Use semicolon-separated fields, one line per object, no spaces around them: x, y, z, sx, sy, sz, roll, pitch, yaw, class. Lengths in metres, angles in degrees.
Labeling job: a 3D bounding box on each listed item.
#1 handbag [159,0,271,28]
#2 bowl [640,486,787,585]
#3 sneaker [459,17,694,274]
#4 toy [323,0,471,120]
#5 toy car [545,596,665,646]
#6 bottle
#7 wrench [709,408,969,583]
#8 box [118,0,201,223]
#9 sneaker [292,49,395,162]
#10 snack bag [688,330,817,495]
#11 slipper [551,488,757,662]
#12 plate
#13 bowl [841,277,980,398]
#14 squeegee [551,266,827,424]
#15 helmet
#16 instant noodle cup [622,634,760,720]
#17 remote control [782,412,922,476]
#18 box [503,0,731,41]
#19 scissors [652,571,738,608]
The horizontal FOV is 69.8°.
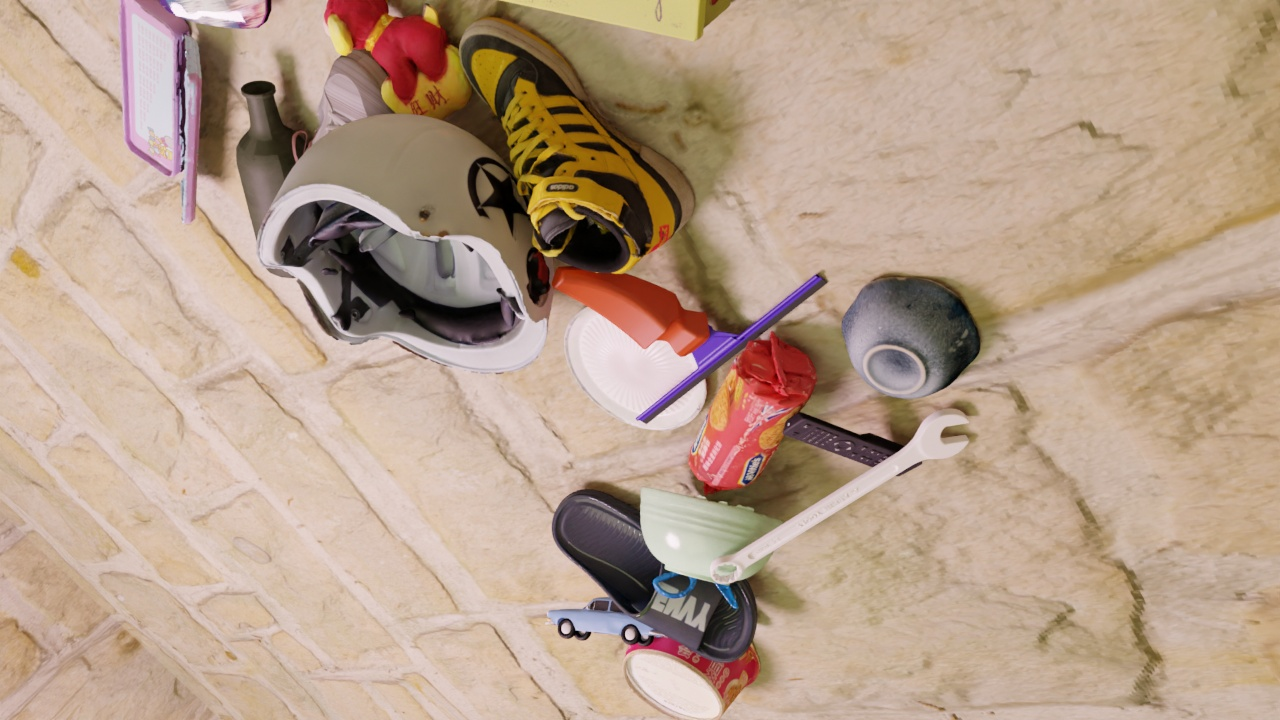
-0.349;-0.363;0.790;0.170;0.067;0.145;-1;126;26;handbag
0.065;0.179;0.920;0.151;0.077;0.151;14;170;2;bowl
-0.073;-0.163;0.733;0.238;0.121;0.086;40;136;-5;sneaker
-0.203;-0.263;0.777;0.137;0.067;0.106;41;129;-16;toy
-0.039;0.314;1.111;0.154;0.054;0.056;-2;161;23;toy car
-0.372;-0.184;0.944;0.071;0.071;0.207;21;135;16;bottle
0.173;0.127;0.818;0.274;0.009;0.047;-37;120;19;wrench
-0.499;-0.262;0.973;0.149;0.050;0.215;52;140;16;box
-0.290;-0.179;0.881;0.099;0.089;0.237;30;137;7;sneaker
0.102;0.052;0.841;0.082;0.082;0.177;30;137;7;snack bag
0.012;0.235;1.022;0.268;0.110;0.083;32;180;13;slipper
-0.005;0.005;0.912;0.157;0.014;0.157;17;133;19;plate
0.209;-0.008;0.733;0.110;0.055;0.111;19;135;20;bowl
0.005;-0.041;0.798;0.184;0.055;0.250;21;136;-31;squeegee
-0.184;-0.109;0.818;0.237;0.163;0.264;-6;145;34;helmet
0.054;0.386;1.157;0.179;0.077;0.179;18;134;20;instant noodle cup
0.186;0.072;0.801;0.136;0.015;0.032;21;141;-24;remote control
-0.043;-0.305;0.622;0.221;0.081;0.125;22;135;17;box
0.069;0.210;0.990;0.014;0.125;0.130;113;138;-73;scissors
